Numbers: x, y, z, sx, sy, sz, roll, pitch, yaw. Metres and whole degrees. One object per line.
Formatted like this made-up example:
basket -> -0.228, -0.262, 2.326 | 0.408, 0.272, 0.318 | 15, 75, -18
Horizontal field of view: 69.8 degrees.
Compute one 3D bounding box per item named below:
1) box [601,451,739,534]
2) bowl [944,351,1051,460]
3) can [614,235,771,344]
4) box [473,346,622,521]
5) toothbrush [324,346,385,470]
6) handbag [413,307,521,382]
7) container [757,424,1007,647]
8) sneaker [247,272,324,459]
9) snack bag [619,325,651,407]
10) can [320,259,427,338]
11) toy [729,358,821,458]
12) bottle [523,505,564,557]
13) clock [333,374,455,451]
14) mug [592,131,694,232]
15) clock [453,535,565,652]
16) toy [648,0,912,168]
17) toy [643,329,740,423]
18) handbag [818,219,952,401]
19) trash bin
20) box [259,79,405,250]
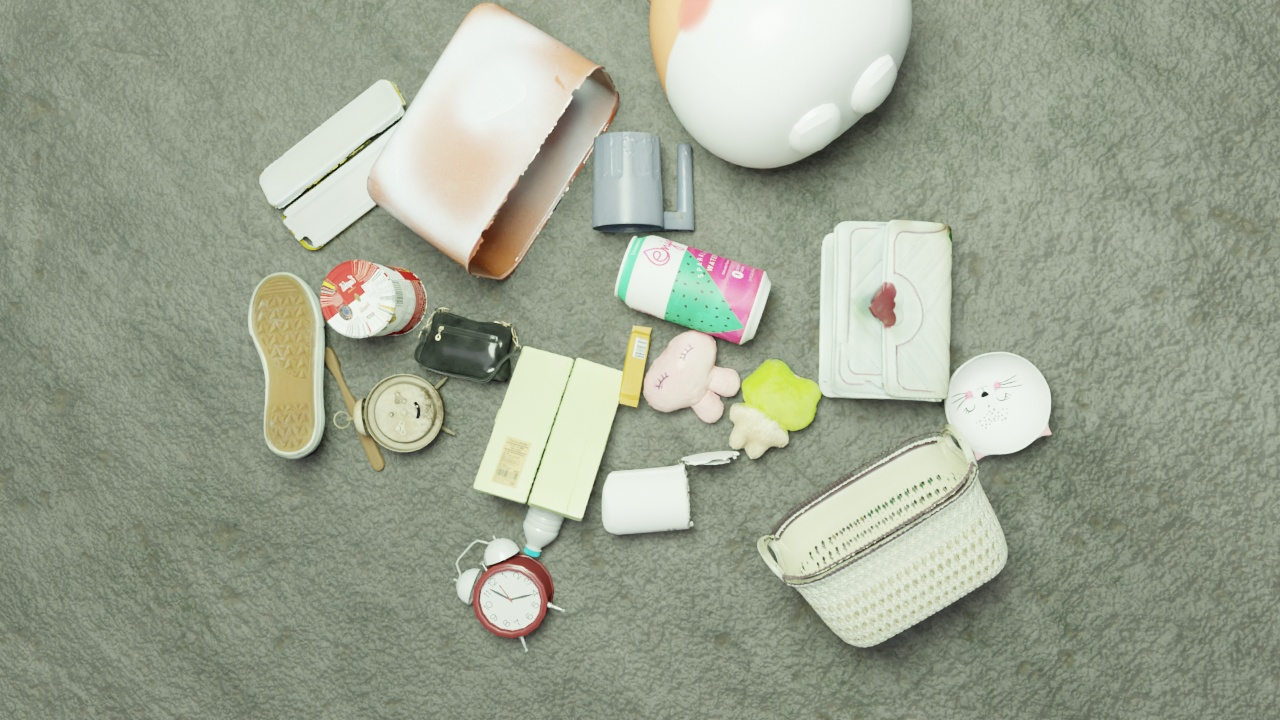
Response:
box -> 0.037, 0.154, 1.073 | 0.165, 0.084, 0.094 | -3, 84, 4
bowl -> 0.400, 0.047, 1.045 | 0.115, 0.050, 0.114 | 0, 93, 6
can -> 0.060, -0.083, 1.053 | 0.166, 0.088, 0.088 | 19, 94, 4
box -> -0.105, 0.081, 1.076 | 0.138, 0.030, 0.187 | 17, 71, 4
toothbrush -> -0.356, 0.060, 1.140 | 0.016, 0.016, 0.167 | -23, 92, 6
handbag -> -0.207, -0.018, 1.102 | 0.128, 0.054, 0.079 | 11, 90, 7
container -> 0.272, 0.195, 1.008 | 0.252, 0.184, 0.143 | -33, 101, 7
sneaker -> -0.417, 0.009, 1.117 | 0.087, 0.079, 0.235 | -10, 74, -4
snack bag -> -0.006, 0.006, 1.086 | 0.026, 0.020, 0.099 | 12, 73, -6
can -> -0.311, -0.071, 1.077 | 0.087, 0.116, 0.086 | 0, 93, 5
toy -> 0.151, 0.061, 1.072 | 0.092, 0.043, 0.118 | 33, 91, -3
bottle -> -0.108, 0.171, 1.105 | 0.044, 0.044, 0.136 | 21, 95, 4
clock -> -0.301, 0.064, 1.115 | 0.141, 0.054, 0.093 | -7, 92, -1
mug -> 0.004, -0.204, 1.065 | 0.123, 0.084, 0.104 | -1, 91, -18
clock -> -0.163, 0.278, 1.114 | 0.137, 0.048, 0.096 | 42, 96, 1
toy -> 0.133, -0.348, 0.949 | 0.263, 0.265, 0.280 | -37, 74, 4
toy -> 0.063, 0.023, 1.080 | 0.105, 0.053, 0.108 | 32, 94, -12
handbag -> 0.276, -0.053, 1.024 | 0.142, 0.096, 0.198 | 1, 86, 3
trash bin -> -0.164, -0.239, 1.024 | 0.157, 0.181, 0.260 | 33, 96, 5
box -> -0.357, -0.238, 1.116 | 0.210, 0.045, 0.128 | -36, 86, 7
